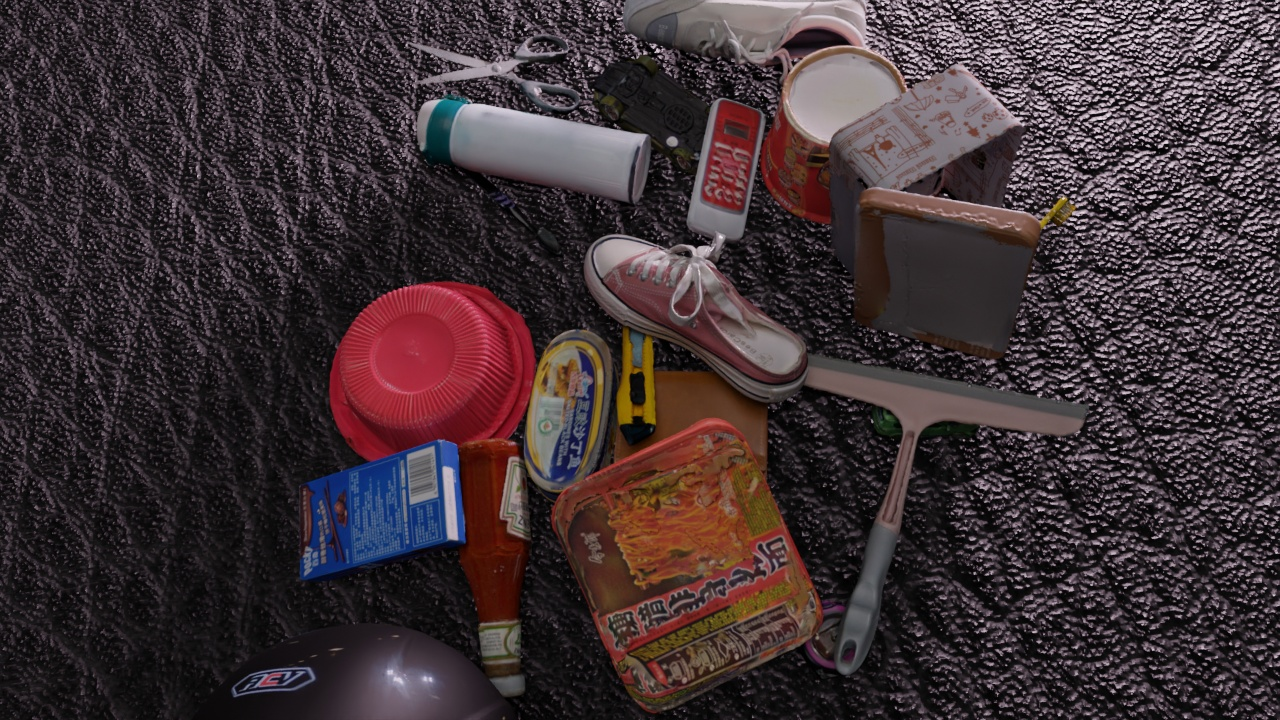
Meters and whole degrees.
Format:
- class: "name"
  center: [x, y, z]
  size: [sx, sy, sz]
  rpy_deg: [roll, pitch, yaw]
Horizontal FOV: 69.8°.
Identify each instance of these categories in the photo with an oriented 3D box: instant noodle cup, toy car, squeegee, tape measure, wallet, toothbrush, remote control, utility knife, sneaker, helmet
- class: "instant noodle cup"
  center: [0.179, -0.211, 0.841]
  size: [0.138, 0.109, 0.137]
  rpy_deg: [-2, 69, 5]
- class: "toy car"
  center: [0.025, -0.237, 0.899]
  size: [0.158, 0.042, 0.070]
  rpy_deg: [37, 76, 6]
- class: "instant noodle cup"
  center: [0.033, 0.155, 0.718]
  size: [0.164, 0.079, 0.189]
  rpy_deg: [-24, 89, -4]
- class: "squeegee"
  center: [0.192, 0.126, 0.719]
  size: [0.248, 0.040, 0.249]
  rpy_deg: [13, 66, 23]
- class: "tape measure"
  center: [0.152, 0.219, 0.720]
  size: [0.058, 0.039, 0.057]
  rpy_deg: [-34, 70, -8]
- class: "wallet"
  center: [0.044, 0.064, 0.790]
  size: [0.131, 0.035, 0.119]
  rpy_deg: [2, 69, 7]
- class: "toothbrush"
  center: [-0.141, -0.163, 0.903]
  size: [0.014, 0.017, 0.189]
  rpy_deg: [-41, 70, -16]
- class: "remote control"
  center: [0.082, -0.180, 0.868]
  size: [0.056, 0.020, 0.136]
  rpy_deg: [16, 78, -15]
- class: "utility knife"
  center: [-0.005, 0.005, 0.803]
  size: [0.033, 0.015, 0.164]
  rpy_deg: [-3, 49, 1]
- class: "sneaker"
  center: [0.045, -0.058, 0.786]
  size: [0.118, 0.088, 0.241]
  rpy_deg: [-36, 56, -28]
- class: "sneaker"
  center: [0.104, -0.318, 0.905]
  size: [0.242, 0.089, 0.090]
  rpy_deg: [-1, 74, -2]
- class: "toy car"
  center: [0.245, 0.044, 0.780]
  size: [0.091, 0.036, 0.043]
  rpy_deg: [0, 68, 1]
- class: "toothbrush"
  center: [0.330, -0.079, 0.828]
  size: [0.016, 0.016, 0.190]
  rpy_deg: [43, 79, 11]
- class: "helmet"
  center: [-0.191, 0.288, 0.610]
  size: [0.234, 0.275, 0.229]
  rpy_deg: [-7, 40, 15]
- class: "instant noodle cup"
  center: [-0.194, 0.003, 0.820]
  size: [0.194, 0.066, 0.193]
  rpy_deg: [-2, 69, 4]

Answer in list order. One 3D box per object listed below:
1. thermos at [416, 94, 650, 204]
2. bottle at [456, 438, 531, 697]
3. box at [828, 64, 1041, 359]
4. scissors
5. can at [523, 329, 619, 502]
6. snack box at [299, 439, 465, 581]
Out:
- class: "thermos"
  center: [-0.105, -0.207, 0.885]
  size: [0.224, 0.073, 0.073]
  rpy_deg: [13, 71, 8]
- class: "bottle"
  center: [-0.119, 0.169, 0.756]
  size: [0.060, 0.060, 0.206]
  rpy_deg: [-7, 74, 2]
- class: "box"
  center: [0.246, -0.098, 0.743]
  size: [0.153, 0.183, 0.181]
  rpy_deg: [-32, 63, -4]
- class: "scissors"
  center: [-0.138, -0.292, 0.919]
  size: [0.175, 0.014, 0.159]
  rpy_deg: [36, 58, -3]
- class: "can"
  center: [-0.059, 0.048, 0.798]
  size: [0.075, 0.049, 0.148]
  rpy_deg: [6, 70, 7]
- class: "snack box"
  center: [-0.219, 0.127, 0.768]
  size: [0.157, 0.026, 0.084]
  rpy_deg: [-18, 67, 22]
